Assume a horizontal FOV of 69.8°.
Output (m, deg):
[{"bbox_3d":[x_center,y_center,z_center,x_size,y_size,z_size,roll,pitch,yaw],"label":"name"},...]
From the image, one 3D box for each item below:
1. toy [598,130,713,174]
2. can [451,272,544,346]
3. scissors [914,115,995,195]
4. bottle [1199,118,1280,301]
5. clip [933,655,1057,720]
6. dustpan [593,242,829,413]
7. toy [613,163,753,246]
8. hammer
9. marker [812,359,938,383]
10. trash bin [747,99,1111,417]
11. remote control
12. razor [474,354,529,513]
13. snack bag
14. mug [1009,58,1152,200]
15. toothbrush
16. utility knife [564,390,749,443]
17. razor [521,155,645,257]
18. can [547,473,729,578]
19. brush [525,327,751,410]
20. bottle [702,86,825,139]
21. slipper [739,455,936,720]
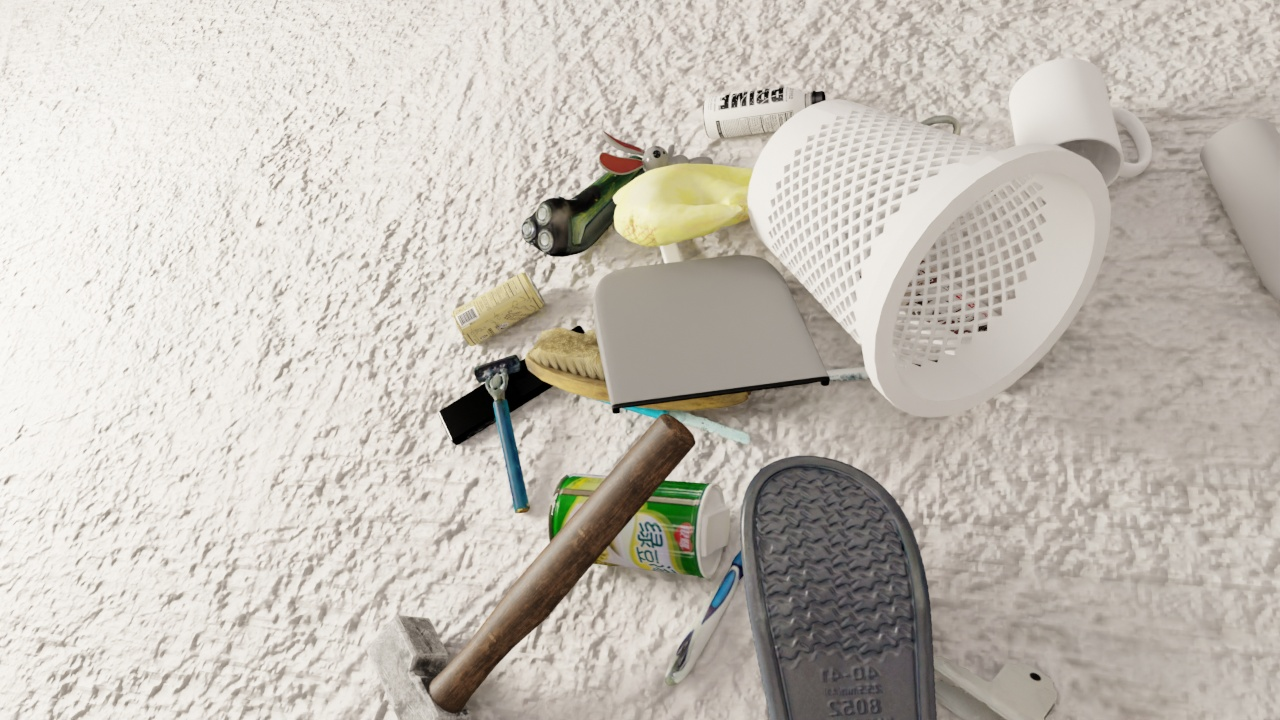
[{"bbox_3d":[0.015,-0.191,0.879,0.111,0.030,0.049,9,57,-8],"label":"toy"},{"bbox_3d":[-0.132,-0.048,0.854,0.079,0.038,0.038,-29,53,0],"label":"can"},{"bbox_3d":[0.255,-0.171,0.781,0.158,0.012,0.165,-14,37,34],"label":"scissors"},{"bbox_3d":[0.462,-0.086,0.654,0.052,0.052,0.194,-10,55,13],"label":"bottle"},{"bbox_3d":[0.226,0.212,0.558,0.102,0.057,0.052,33,97,33],"label":"clip"},{"bbox_3d":[0.040,-0.053,0.771,0.163,0.033,0.257,-7,45,-5],"label":"dustpan"},{"bbox_3d":[0.047,-0.140,0.805,0.155,0.065,0.170,9,25,38],"label":"toy"},{"bbox_3d":[-0.047,0.179,0.612,0.301,0.037,0.217,-50,53,10],"label":"hammer"},{"bbox_3d":[0.163,0.011,0.725,0.152,0.011,0.011,-5,56,17],"label":"marker"},{"bbox_3d":[0.188,-0.095,0.673,0.195,0.195,0.199,-35,43,-5],"label":"trash bin"},{"bbox_3d":[-0.108,0.022,0.814,0.150,0.013,0.034,-32,57,-2],"label":"remote control"},{"bbox_3d":[-0.113,0.060,0.775,0.042,0.022,0.143,-18,62,6],"label":"razor"},{"bbox_3d":[0.240,-0.038,0.728,0.057,0.013,0.158,-38,54,-5],"label":"snack bag"},{"bbox_3d":[0.364,-0.184,0.751,0.110,0.074,0.090,9,58,-5],"label":"mug"},{"bbox_3d":[0.069,0.150,0.663,0.016,0.017,0.188,23,68,29],"label":"toothbrush"},{"bbox_3d":[0.010,0.041,0.757,0.179,0.015,0.022,19,66,31],"label":"utility knife"},{"bbox_3d":[-0.047,-0.153,0.877,0.054,0.067,0.151,35,66,30],"label":"razor"},{"bbox_3d":[0.000,0.120,0.677,0.121,0.067,0.067,2,59,21],"label":"can"},{"bbox_3d":[-0.005,0.004,0.756,0.195,0.043,0.059,8,38,17],"label":"brush"},{"bbox_3d":[0.121,-0.241,0.888,0.116,0.041,0.041,-3,57,18],"label":"bottle"},{"bbox_3d":[0.131,0.194,0.583,0.111,0.083,0.267,-9,74,8],"label":"slipper"}]
